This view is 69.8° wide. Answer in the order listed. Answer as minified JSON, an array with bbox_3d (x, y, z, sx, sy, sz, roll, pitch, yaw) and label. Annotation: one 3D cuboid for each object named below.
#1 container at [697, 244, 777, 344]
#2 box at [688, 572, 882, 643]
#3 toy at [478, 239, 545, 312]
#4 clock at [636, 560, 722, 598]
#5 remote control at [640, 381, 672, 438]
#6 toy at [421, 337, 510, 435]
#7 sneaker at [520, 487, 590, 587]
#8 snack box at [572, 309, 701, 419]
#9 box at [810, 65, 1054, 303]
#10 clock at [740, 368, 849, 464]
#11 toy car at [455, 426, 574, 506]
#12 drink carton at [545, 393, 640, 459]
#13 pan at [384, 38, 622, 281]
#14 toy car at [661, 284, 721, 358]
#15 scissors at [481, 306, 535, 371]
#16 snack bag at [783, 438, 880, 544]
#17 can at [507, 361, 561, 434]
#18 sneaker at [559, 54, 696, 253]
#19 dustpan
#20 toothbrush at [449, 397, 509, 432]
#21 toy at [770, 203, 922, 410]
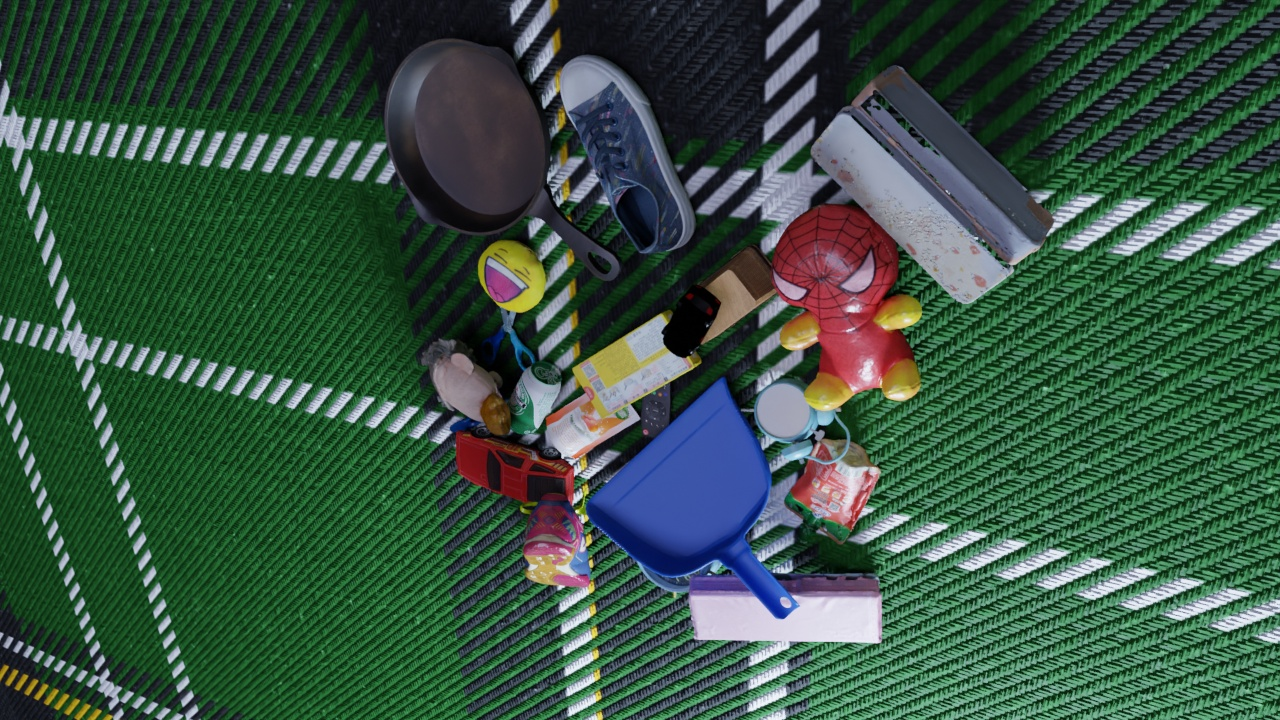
[{"bbox_3d":[0.094,-0.068,1.017,0.114,0.061,0.063,-37,92,36],"label":"container"},{"bbox_3d":[0.177,0.304,1.129,0.233,0.046,0.098,-4,123,12],"label":"box"},{"bbox_3d":[-0.161,-0.106,1.149,0.095,0.041,0.094,38,123,9],"label":"toy"},{"bbox_3d":[0.039,0.227,1.189,0.118,0.059,0.162,-34,92,37],"label":"clock"},{"bbox_3d":[0.022,0.042,1.139,0.039,0.010,0.125,15,119,22],"label":"remote control"},{"bbox_3d":[-0.222,0.034,1.212,0.176,0.076,0.133,40,156,29],"label":"toy"},{"bbox_3d":[-0.100,0.244,1.234,0.116,0.091,0.242,2,153,2],"label":"sneaker"},{"bbox_3d":[-0.007,0.006,1.112,0.153,0.025,0.075,-31,91,30],"label":"snack box"},{"bbox_3d":[0.279,-0.171,0.860,0.216,0.107,0.095,45,163,3],"label":"box"},{"bbox_3d":[0.181,0.068,1.036,0.123,0.042,0.087,37,102,20],"label":"clock"},{"bbox_3d":[-0.176,0.152,1.272,0.189,0.056,0.082,16,118,22],"label":"toy car"},{"bbox_3d":[-0.062,0.075,1.191,0.122,0.038,0.069,-33,96,29],"label":"drink carton"},{"bbox_3d":[-0.153,-0.223,1.088,0.356,0.043,0.249,42,125,5],"label":"pan"},{"bbox_3d":[0.056,-0.042,0.989,0.042,0.036,0.092,38,135,10],"label":"toy car"},{"bbox_3d":[-0.184,-0.044,1.209,0.104,0.015,0.134,-1,111,30],"label":"scissors"},{"bbox_3d":[0.218,0.162,1.076,0.087,0.044,0.155,32,128,18],"label":"snack bag"},{"bbox_3d":[-0.143,0.051,1.207,0.053,0.053,0.101,38,125,8],"label":"can"},{"bbox_3d":[-0.020,-0.221,0.996,0.088,0.079,0.235,-24,100,35],"label":"sneaker"},{"bbox_3d":[0.095,0.196,1.092,0.246,0.059,0.257,-44,85,17],"label":"dustpan"},{"bbox_3d":[-0.226,0.080,1.288,0.133,0.016,0.021,-26,126,35],"label":"toothbrush"},{"bbox_3d":[0.209,-0.058,0.938,0.148,0.098,0.216,-11,108,21],"label":"toy"}]
